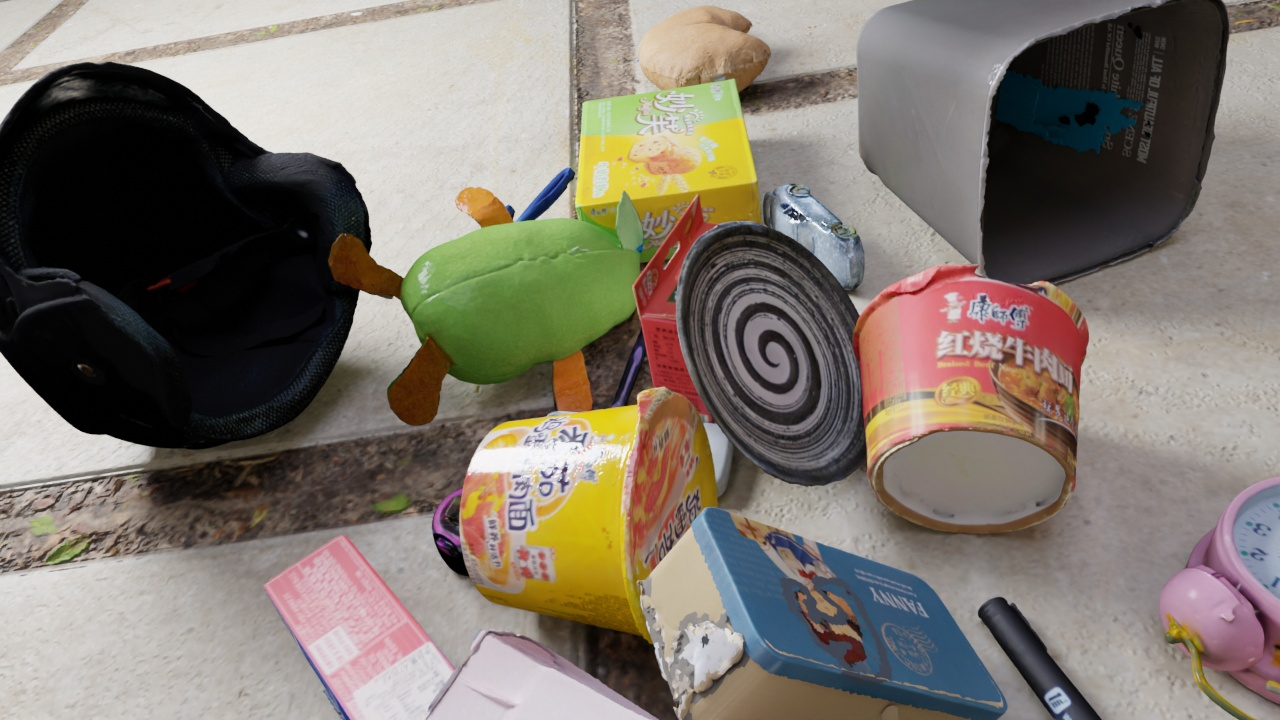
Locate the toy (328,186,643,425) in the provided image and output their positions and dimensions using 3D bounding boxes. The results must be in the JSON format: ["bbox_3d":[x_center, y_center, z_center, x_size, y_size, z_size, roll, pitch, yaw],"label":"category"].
[{"bbox_3d":[-0.099,-0.048,0.704,0.246,0.090,0.227,-17,71,-28],"label":"toy"}]

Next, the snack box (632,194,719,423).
[{"bbox_3d":[0.046,-0.032,0.639,0.044,0.127,0.113,11,46,24],"label":"snack box"}]

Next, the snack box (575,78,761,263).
[{"bbox_3d":[0.024,-0.179,0.858,0.158,0.070,0.209,-7,41,5],"label":"snack box"}]

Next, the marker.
[{"bbox_3d":[0.212,0.172,0.451,0.022,0.020,0.132,6,32,-26],"label":"marker"}]

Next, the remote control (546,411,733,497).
[{"bbox_3d":[-0.006,0.062,0.620,0.136,0.020,0.055,4,47,14],"label":"remote control"}]

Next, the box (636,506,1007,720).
[{"bbox_3d":[0.089,0.134,0.427,0.184,0.059,0.089,20,28,-33],"label":"box"}]

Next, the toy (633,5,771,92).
[{"bbox_3d":[0.062,-0.365,1.063,0.143,0.083,0.225,-8,37,-3],"label":"toy"}]

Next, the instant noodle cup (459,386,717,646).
[{"bbox_3d":[-0.028,0.088,0.523,0.110,0.138,0.137,-1,41,24],"label":"instant noodle cup"}]

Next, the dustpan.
[{"bbox_3d":[-0.007,0.263,0.356,0.274,0.139,0.221,5,45,40],"label":"dustpan"}]

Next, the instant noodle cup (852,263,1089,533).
[{"bbox_3d":[0.192,0.031,0.541,0.138,0.138,0.108,3,51,15],"label":"instant noodle cup"}]

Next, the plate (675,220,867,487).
[{"bbox_3d":[0.087,-0.005,0.589,0.024,0.179,0.178,-28,21,47],"label":"plate"}]

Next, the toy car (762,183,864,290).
[{"bbox_3d":[0.141,-0.101,0.754,0.036,0.054,0.120,-21,42,-16],"label":"toy car"}]

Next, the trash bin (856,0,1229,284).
[{"bbox_3d":[0.297,-0.198,0.735,0.198,0.199,0.219,-18,34,-10],"label":"trash bin"}]

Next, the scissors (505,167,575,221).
[{"bbox_3d":[-0.120,-0.111,0.820,0.176,0.012,0.162,-45,24,2],"label":"scissors"}]

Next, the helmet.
[{"bbox_3d":[-0.347,-0.063,0.664,0.231,0.275,0.232,-18,22,35],"label":"helmet"}]

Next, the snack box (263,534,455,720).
[{"bbox_3d":[-0.129,0.180,0.490,0.058,0.057,0.207,-32,45,-26],"label":"snack box"}]

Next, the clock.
[{"bbox_3d":[0.329,0.123,0.449,0.158,0.060,0.117,-38,47,-26],"label":"clock"}]

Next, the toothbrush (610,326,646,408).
[{"bbox_3d":[-0.004,0.004,0.701,0.014,0.017,0.188,1,45,19],"label":"toothbrush"}]

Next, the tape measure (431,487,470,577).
[{"bbox_3d":[-0.103,0.106,0.582,0.058,0.039,0.056,5,43,18],"label":"tape measure"}]
